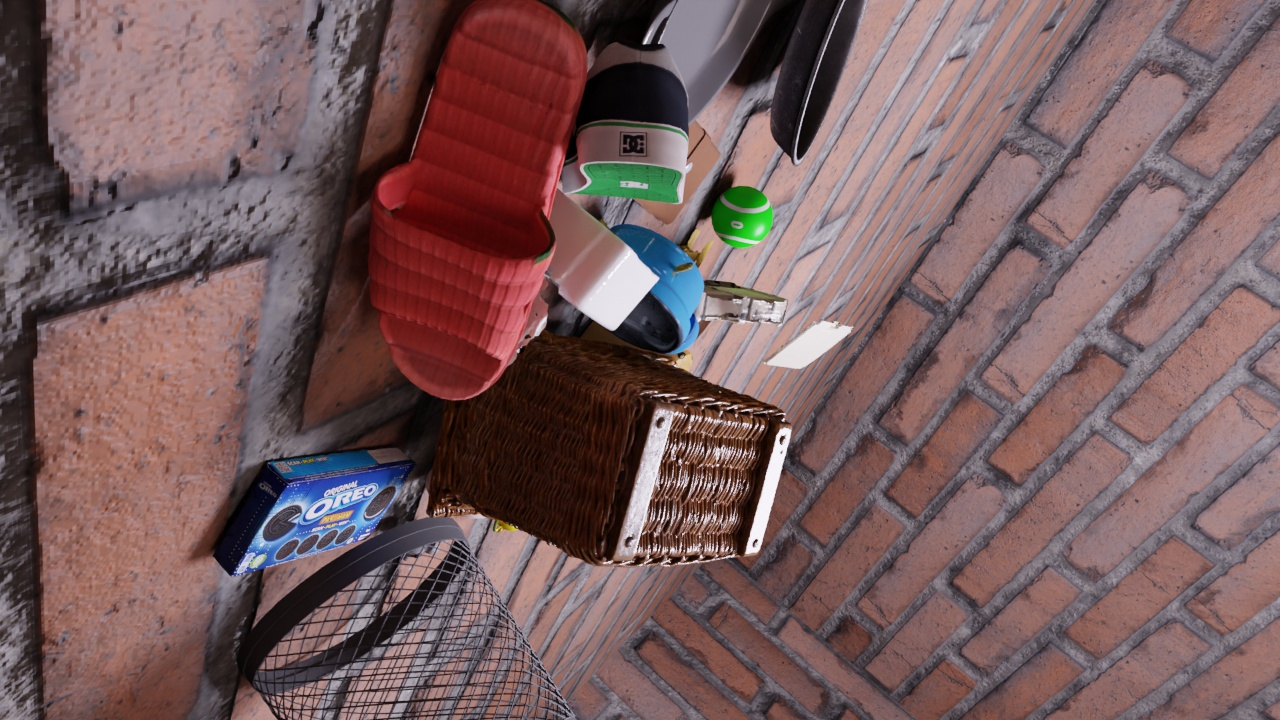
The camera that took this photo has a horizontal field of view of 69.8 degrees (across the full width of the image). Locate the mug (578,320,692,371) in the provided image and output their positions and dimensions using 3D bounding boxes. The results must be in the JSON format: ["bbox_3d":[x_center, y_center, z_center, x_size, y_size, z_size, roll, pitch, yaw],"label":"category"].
[{"bbox_3d":[-0.006,0.006,0.960,0.100,0.094,0.123,-53,164,7],"label":"mug"}]

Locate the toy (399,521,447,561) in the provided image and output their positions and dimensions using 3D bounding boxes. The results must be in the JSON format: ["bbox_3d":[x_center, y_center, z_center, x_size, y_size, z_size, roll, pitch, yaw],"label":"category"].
[{"bbox_3d":[-0.216,0.172,0.872,0.049,0.030,0.111,-47,163,3],"label":"toy"}]

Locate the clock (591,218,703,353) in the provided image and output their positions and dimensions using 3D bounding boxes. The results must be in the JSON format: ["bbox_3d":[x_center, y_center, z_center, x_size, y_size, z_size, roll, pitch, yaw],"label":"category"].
[{"bbox_3d":[-0.002,-0.056,0.810,0.060,0.117,0.162,-58,168,-21],"label":"clock"}]

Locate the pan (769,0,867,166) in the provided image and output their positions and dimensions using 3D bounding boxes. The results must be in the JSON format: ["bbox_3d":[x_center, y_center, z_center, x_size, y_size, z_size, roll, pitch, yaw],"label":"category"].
[{"bbox_3d":[0.198,-0.341,0.802,0.187,0.055,0.357,10,102,-78],"label":"pan"}]

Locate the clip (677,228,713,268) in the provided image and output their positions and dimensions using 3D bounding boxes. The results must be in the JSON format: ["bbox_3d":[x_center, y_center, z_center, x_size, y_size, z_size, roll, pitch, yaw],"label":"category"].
[{"bbox_3d":[0.048,-0.115,0.986,0.049,0.044,0.054,15,123,-26],"label":"clip"}]

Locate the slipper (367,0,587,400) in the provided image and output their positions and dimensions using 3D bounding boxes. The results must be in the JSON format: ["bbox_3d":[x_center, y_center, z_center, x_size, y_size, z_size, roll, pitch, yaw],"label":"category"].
[{"bbox_3d":[-0.098,-0.075,0.513,0.059,0.103,0.249,-79,-172,-59],"label":"slipper"}]

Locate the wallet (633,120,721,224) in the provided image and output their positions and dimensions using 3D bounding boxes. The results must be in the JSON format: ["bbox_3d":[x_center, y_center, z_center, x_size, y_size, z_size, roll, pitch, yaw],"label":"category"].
[{"bbox_3d":[0.034,-0.170,0.830,0.087,0.013,0.121,-53,164,7],"label":"wallet"}]

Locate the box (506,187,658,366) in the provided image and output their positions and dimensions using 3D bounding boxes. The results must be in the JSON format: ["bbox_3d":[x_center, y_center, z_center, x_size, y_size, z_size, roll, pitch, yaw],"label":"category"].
[{"bbox_3d":[-0.076,-0.047,0.631,0.136,0.109,0.121,-53,163,3],"label":"box"}]

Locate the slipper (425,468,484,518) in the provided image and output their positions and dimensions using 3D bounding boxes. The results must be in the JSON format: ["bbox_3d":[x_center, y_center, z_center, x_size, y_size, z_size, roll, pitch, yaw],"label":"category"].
[{"bbox_3d":[-0.106,0.085,0.870,0.221,0.107,0.056,-24,133,-45],"label":"slipper"}]

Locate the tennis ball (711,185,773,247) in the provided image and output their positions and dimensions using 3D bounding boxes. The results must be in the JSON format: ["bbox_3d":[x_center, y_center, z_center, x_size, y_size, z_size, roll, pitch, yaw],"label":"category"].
[{"bbox_3d":[0.108,-0.153,0.976,0.065,0.065,0.065,-46,163,-18],"label":"tennis ball"}]

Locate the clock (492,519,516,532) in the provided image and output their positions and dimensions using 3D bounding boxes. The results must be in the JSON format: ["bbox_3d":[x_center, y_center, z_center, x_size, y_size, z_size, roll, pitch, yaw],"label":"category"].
[{"bbox_3d":[-0.125,0.137,0.989,0.118,0.057,0.083,-45,165,-42],"label":"clock"}]

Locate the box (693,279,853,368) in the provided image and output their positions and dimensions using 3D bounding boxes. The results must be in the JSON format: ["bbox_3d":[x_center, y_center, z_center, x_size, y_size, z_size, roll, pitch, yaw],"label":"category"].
[{"bbox_3d":[0.100,-0.033,0.929,0.143,0.187,0.070,1,105,-40],"label":"box"}]

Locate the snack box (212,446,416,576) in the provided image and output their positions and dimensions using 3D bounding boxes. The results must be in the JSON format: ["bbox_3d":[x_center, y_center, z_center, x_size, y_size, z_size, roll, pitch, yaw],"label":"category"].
[{"bbox_3d":[-0.235,0.106,0.680,0.082,0.027,0.150,-55,164,13],"label":"snack box"}]

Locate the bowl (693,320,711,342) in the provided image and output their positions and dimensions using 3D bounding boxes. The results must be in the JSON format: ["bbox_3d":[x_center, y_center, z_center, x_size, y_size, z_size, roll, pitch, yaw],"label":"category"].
[{"bbox_3d":[0.045,-0.052,1.087,0.114,0.026,0.102,-51,151,12],"label":"bowl"}]

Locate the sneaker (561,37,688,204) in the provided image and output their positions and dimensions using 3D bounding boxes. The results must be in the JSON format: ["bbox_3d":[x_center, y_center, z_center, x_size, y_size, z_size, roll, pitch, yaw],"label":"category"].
[{"bbox_3d":[-0.008,-0.148,0.596,0.235,0.084,0.079,-150,-117,-84],"label":"sneaker"}]

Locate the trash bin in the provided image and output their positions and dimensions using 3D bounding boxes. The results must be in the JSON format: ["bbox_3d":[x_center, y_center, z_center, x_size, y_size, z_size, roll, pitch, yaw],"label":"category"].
[{"bbox_3d":[-0.187,0.293,0.789,0.217,0.227,0.218,-36,161,-15],"label":"trash bin"}]

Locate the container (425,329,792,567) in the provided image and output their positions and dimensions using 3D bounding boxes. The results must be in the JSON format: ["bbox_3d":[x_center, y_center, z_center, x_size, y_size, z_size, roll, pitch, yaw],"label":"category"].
[{"bbox_3d":[-0.012,0.077,0.747,0.249,0.183,0.162,9,97,-47],"label":"container"}]

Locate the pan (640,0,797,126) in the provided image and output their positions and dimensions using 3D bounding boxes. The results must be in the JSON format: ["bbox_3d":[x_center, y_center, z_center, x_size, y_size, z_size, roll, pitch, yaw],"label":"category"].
[{"bbox_3d":[0.080,-0.275,0.706,0.353,0.024,0.217,-41,162,-49],"label":"pan"}]
